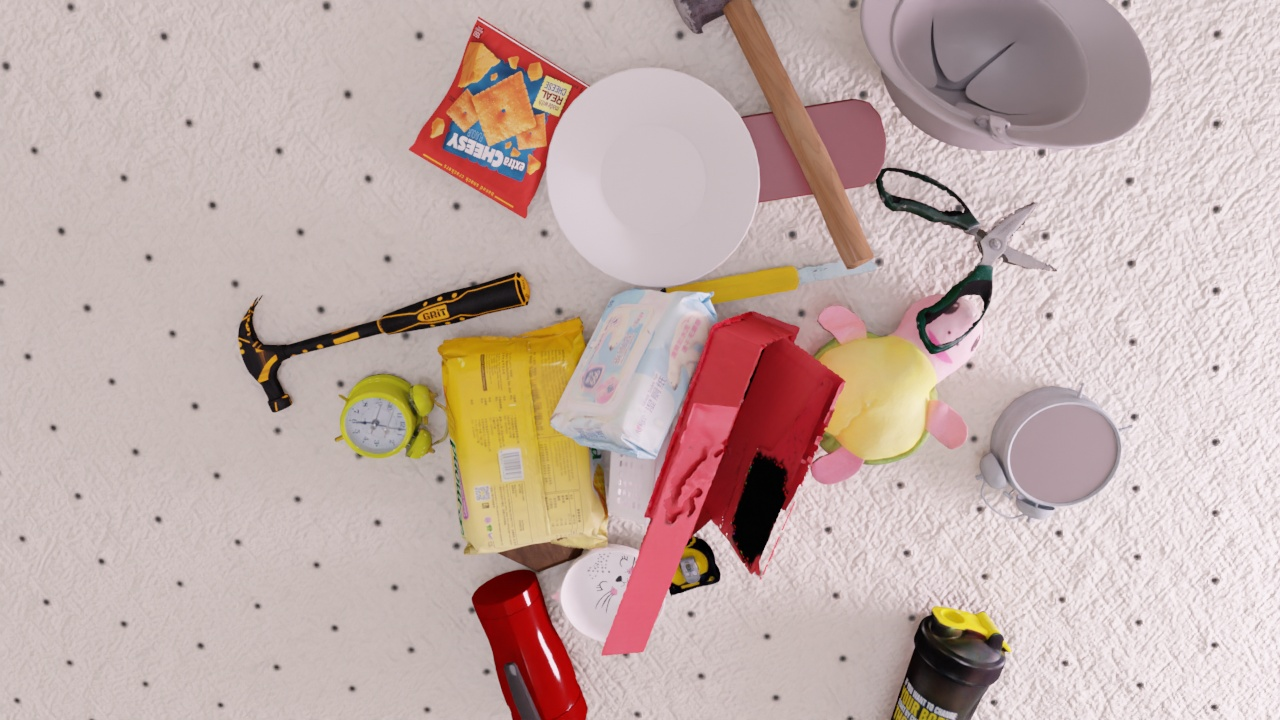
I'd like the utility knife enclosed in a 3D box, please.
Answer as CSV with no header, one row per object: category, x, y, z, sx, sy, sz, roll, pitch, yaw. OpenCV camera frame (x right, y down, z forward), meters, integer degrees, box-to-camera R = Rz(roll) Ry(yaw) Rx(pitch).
utility knife,0.128,-0.078,0.940,0.225,0.019,0.030,-9,111,9

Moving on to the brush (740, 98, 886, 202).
brush,0.147,-0.202,0.891,0.173,0.041,0.082,-8,106,4

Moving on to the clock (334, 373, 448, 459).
clock,-0.262,0.061,0.975,0.119,0.057,0.083,5,106,-6

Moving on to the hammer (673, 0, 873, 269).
hammer,0.132,-0.236,0.837,0.098,0.052,0.328,-27,88,9

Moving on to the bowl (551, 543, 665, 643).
bowl,-0.030,0.252,1.023,0.115,0.050,0.115,1,106,2

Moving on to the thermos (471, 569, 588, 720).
thermos,-0.123,0.346,1.025,0.084,0.108,0.198,-16,103,7

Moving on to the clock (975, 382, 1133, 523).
clock,0.428,0.101,0.967,0.122,0.045,0.159,39,102,-8

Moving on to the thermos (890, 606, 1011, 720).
thermos,0.335,0.379,1.029,0.098,0.098,0.221,13,109,-2

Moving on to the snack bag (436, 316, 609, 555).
snack bag,-0.121,0.085,0.950,0.159,0.068,0.247,-6,97,-1

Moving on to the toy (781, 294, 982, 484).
toy,0.245,0.024,0.930,0.190,0.087,0.238,43,99,7

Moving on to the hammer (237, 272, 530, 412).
hammer,-0.269,-0.039,0.959,0.321,0.036,0.123,-15,104,9

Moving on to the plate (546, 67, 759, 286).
plate,0.011,-0.173,0.883,0.209,0.015,0.209,5,112,12

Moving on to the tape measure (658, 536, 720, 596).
tape measure,0.053,0.227,1.022,0.062,0.034,0.061,-20,102,7

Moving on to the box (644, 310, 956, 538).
box,0.207,0.074,1.023,0.477,0.171,0.214,10,108,-33

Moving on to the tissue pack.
tissue pack,-0.005,0.005,0.888,0.070,0.112,0.181,37,69,-36

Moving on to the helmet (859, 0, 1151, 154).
helmet,0.308,-0.258,0.837,0.271,0.118,0.183,13,75,-7

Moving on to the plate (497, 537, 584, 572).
plate,-0.115,0.180,1.019,0.131,0.025,0.131,1,106,2

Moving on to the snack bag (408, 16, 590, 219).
snack bag,-0.135,-0.234,0.893,0.131,0.039,0.144,30,105,-8

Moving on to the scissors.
scissors,0.300,-0.117,0.893,0.204,0.015,0.201,45,73,7

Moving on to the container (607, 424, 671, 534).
container,-0.001,0.109,0.970,0.049,0.080,0.129,7,106,12
